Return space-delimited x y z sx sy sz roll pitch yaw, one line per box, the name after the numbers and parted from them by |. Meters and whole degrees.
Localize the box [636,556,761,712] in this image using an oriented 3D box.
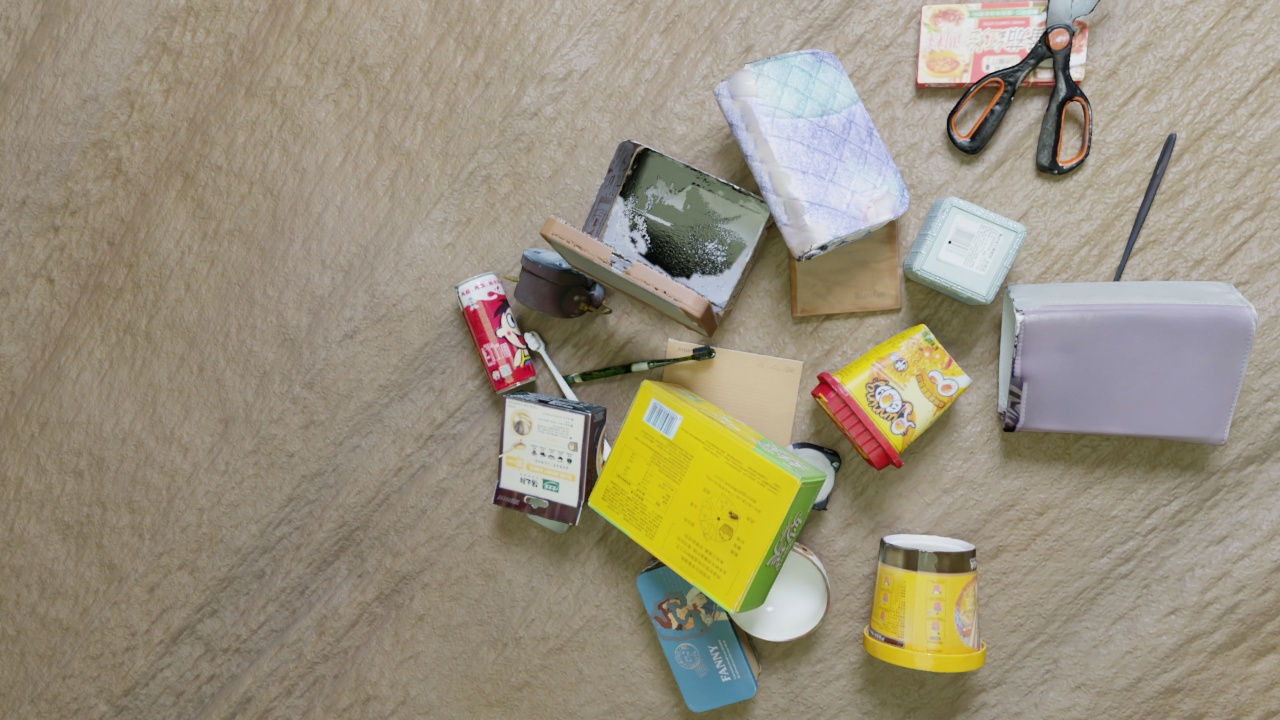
0.068 0.300 1.020 0.090 0.059 0.184 -25 88 17 | box

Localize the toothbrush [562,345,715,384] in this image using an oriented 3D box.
-0.006 0.006 1.015 0.186 0.017 0.012 -11 63 23 | toothbrush

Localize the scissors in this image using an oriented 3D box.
0.372 -0.278 0.855 0.211 0.021 0.222 -15 110 22 | scissors

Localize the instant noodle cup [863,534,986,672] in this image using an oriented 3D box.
0.288 0.240 0.929 0.118 0.118 0.114 2 89 14 | instant noodle cup

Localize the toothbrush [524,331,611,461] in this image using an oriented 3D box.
-0.080 0.042 1.033 0.016 0.016 0.180 -37 80 23 | toothbrush

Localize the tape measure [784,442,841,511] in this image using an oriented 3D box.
0.175 0.122 0.979 0.066 0.033 0.066 15 98 3 | tape measure

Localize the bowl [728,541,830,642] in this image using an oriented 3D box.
0.148 0.238 0.986 0.113 0.062 0.113 4 105 14 | bowl

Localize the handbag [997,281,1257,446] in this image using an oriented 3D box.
0.446 0.001 0.863 0.197 0.098 0.145 1 113 14 | handbag

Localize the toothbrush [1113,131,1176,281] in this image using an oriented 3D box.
0.481 -0.129 0.881 0.018 0.015 0.181 16 101 6 | toothbrush

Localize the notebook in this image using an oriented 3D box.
0.089 0.091 1.014 0.149 0.012 0.211 10 99 12 | notebook

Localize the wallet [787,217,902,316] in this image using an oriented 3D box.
0.212 -0.099 0.955 0.115 0.020 0.101 -4 97 13 | wallet

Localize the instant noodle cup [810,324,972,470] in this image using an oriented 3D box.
0.251 0.032 0.918 0.124 0.116 0.116 -39 85 4 | instant noodle cup

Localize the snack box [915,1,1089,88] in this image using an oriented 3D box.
0.349 -0.305 0.889 0.153 0.025 0.075 4 97 14 | snack box

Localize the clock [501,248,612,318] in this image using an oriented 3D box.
-0.085 -0.079 1.003 0.122 0.082 0.055 24 106 12 | clock

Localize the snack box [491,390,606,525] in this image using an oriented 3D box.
-0.102 0.105 1.017 0.113 0.053 0.126 10 103 25 | snack box

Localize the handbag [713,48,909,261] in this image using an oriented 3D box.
0.166 -0.199 0.894 0.194 0.134 0.076 65 150 7 | handbag

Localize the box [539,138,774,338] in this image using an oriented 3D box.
0.017 -0.124 0.912 0.183 0.193 0.157 26 101 10 | box

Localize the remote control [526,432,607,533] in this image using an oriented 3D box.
-0.086 0.131 1.059 0.056 0.020 0.136 25 102 11 | remote control

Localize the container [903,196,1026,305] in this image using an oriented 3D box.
0.311 -0.105 0.879 0.090 0.111 0.090 26 102 10 | container

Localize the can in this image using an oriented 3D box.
-0.165 -0.031 1.044 0.053 0.053 0.132 -21 91 16 | can

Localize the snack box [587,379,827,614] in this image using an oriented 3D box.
0.064 0.135 0.946 0.210 0.070 0.158 31 103 32 | snack box
